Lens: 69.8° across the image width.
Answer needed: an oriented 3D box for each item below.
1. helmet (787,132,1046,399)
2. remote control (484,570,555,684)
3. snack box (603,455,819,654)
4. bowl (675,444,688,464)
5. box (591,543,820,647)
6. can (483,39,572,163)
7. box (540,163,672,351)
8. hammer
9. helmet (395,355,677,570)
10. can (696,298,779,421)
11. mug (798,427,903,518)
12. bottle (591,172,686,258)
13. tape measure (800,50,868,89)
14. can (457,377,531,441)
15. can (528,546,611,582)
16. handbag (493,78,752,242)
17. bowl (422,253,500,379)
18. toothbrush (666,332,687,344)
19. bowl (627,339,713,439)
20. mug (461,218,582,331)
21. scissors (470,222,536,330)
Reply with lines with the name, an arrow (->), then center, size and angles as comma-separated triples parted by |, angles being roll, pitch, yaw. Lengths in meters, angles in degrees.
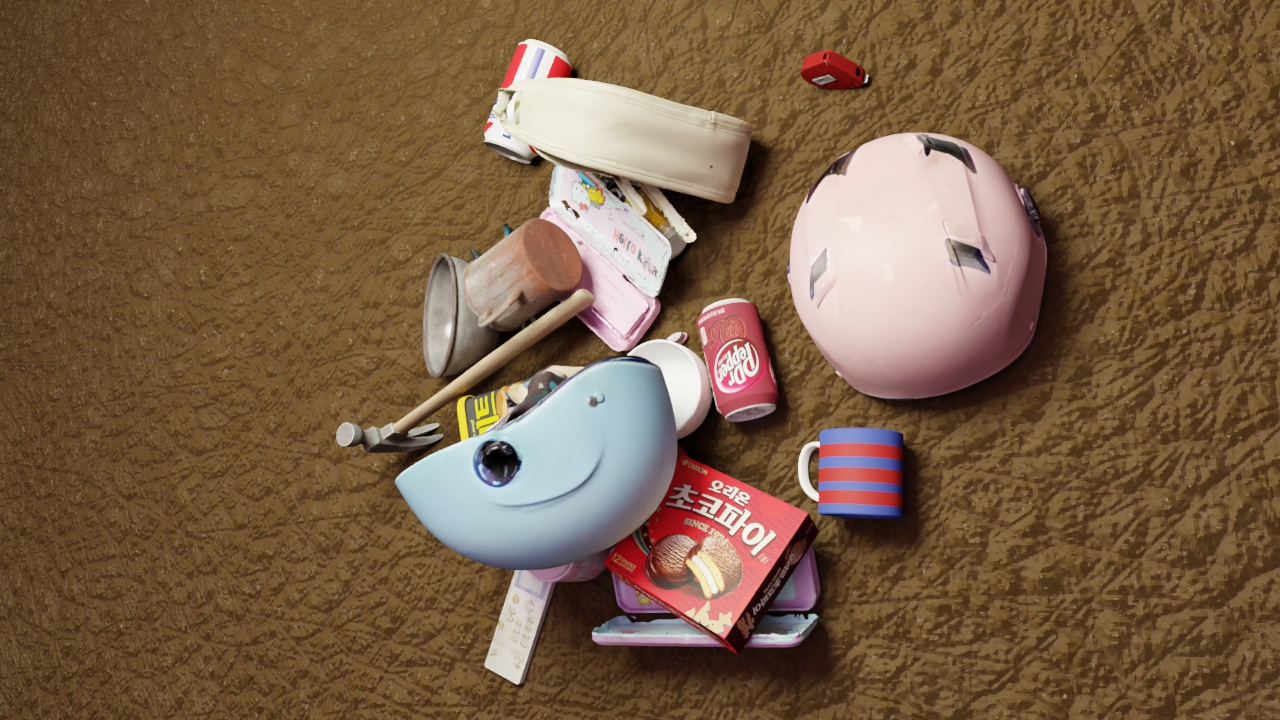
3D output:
helmet -> 0.233, -0.100, 0.827 | 0.230, 0.152, 0.255 | -7, 70, 30
remote control -> -0.130, 0.281, 1.009 | 0.050, 0.011, 0.135 | 16, 87, 30
snack box -> 0.064, 0.175, 0.855 | 0.152, 0.036, 0.132 | 21, 65, 42
bowl -> -0.003, 0.134, 0.960 | 0.122, 0.035, 0.122 | -7, 76, 27
box -> 0.055, 0.222, 0.870 | 0.215, 0.092, 0.090 | -8, 95, 26
can -> -0.137, -0.312, 1.110 | 0.070, 0.070, 0.132 | 21, 89, 30
box -> -0.047, -0.121, 1.024 | 0.201, 0.058, 0.156 | 45, 120, 28
hammer -> -0.187, 0.014, 1.035 | 0.332, 0.119, 0.030 | -35, 65, 18
helmet -> -0.085, 0.105, 0.846 | 0.265, 0.225, 0.166 | -22, 82, 1
can -> 0.098, -0.001, 0.919 | 0.063, 0.063, 0.114 | -20, 70, 23
mug -> 0.189, 0.106, 0.849 | 0.112, 0.074, 0.076 | -12, 72, 53
bottle -> -0.020, -0.181, 1.028 | 0.053, 0.053, 0.186 | -50, 61, 10
tape measure -> 0.195, -0.294, 0.943 | 0.051, 0.059, 0.019 | 3, 79, 59
can -> -0.136, 0.093, 1.020 | 0.101, 0.072, 0.130 | -18, 71, 21
can -> -0.077, 0.198, 0.961 | 0.067, 0.076, 0.067 | -7, 76, 27
handbag -> -0.016, -0.208, 0.946 | 0.184, 0.228, 0.132 | 23, 102, 41
bowl -> -0.205, -0.049, 1.072 | 0.145, 0.067, 0.145 | -15, 74, 63
toothbrush -> -0.006, 0.006, 1.001 | 0.135, 0.016, 0.021 | -33, 65, 18
bowl -> 0.028, 0.034, 0.953 | 0.105, 0.054, 0.104 | -8, 74, 30
mug -> -0.132, -0.083, 0.988 | 0.110, 0.096, 0.122 | -35, 24, 39
scissors -> -0.161, -0.101, 1.106 | 0.121, 0.019, 0.150 | 4, 83, 28
